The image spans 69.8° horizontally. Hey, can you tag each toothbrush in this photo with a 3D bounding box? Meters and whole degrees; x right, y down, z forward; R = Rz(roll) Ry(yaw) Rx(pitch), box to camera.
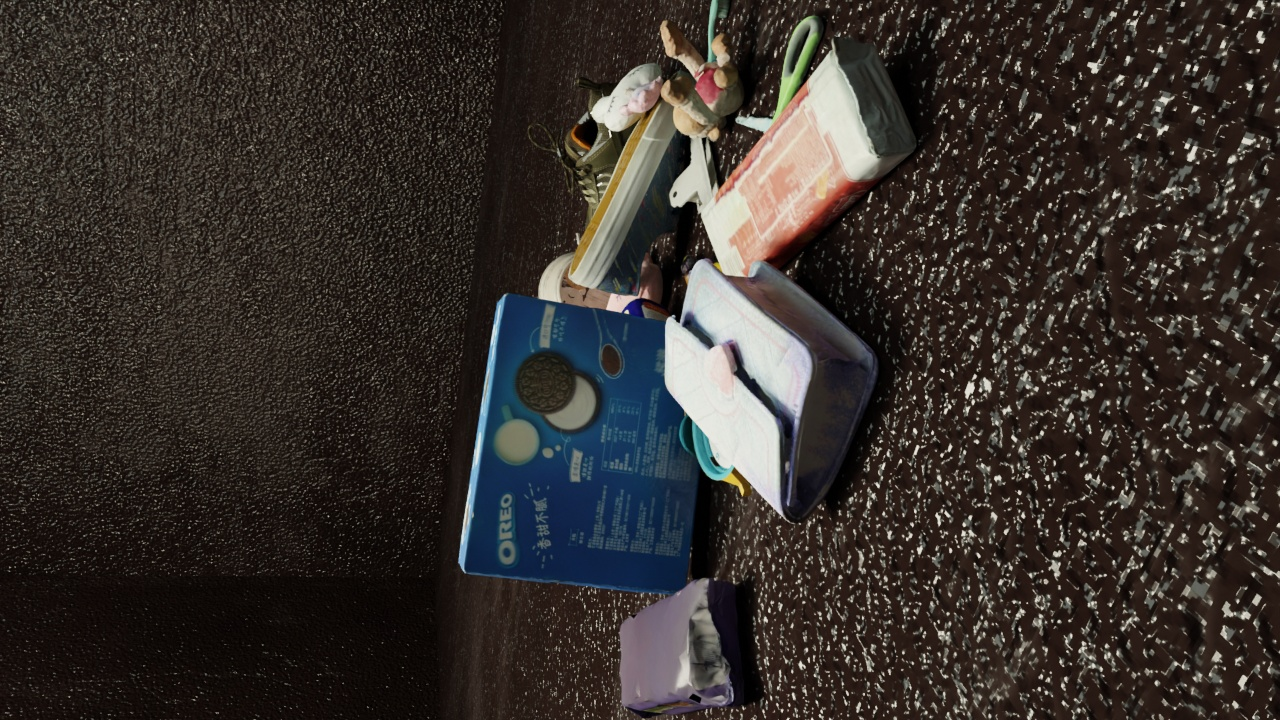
[{"bbox_3d":[0.067,-0.275,0.869,0.022,0.017,0.135,-124,39,-64],"label":"toothbrush"}]

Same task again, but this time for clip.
[{"bbox_3d":[0.059,-0.164,0.869,0.056,0.045,0.101,126,146,-49],"label":"clip"}]

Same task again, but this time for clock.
[{"bbox_3d":[0.066,0.046,0.740,0.129,0.043,0.099,-124,40,-54],"label":"clock"},{"bbox_3d":[-0.067,-0.059,1.064,0.061,0.103,0.156,-5,64,66],"label":"clock"}]

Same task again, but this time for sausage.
[{"bbox_3d":[0.058,-0.053,0.828,0.155,0.020,0.020,-106,26,-50],"label":"sausage"}]

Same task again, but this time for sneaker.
[{"bbox_3d":[0.012,-0.170,0.914,0.235,0.079,0.087,-64,15,2],"label":"sneaker"},{"bbox_3d":[-0.056,-0.216,1.039,0.239,0.142,0.101,111,157,-45],"label":"sneaker"}]

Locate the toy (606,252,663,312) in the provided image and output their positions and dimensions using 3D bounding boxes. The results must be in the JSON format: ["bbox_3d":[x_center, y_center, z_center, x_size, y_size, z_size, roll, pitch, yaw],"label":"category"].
[{"bbox_3d":[-0.007,-0.071,1.005,0.105,0.053,0.109,-87,17,-55],"label":"toy"}]

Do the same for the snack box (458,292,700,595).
[{"bbox_3d":[-0.044,0.075,0.801,0.056,0.195,0.238,169,110,-72],"label":"snack box"}]

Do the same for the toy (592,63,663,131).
[{"bbox_3d":[-0.008,-0.260,0.901,0.079,0.038,0.122,-43,20,-1],"label":"toy"}]

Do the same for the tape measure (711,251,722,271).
[{"bbox_3d":[0.070,-0.057,0.762,0.061,0.034,0.062,-110,28,-50],"label":"tape measure"}]

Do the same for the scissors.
[{"bbox_3d":[0.106,-0.176,0.705,0.172,0.023,0.172,-111,28,-45],"label":"scissors"}]

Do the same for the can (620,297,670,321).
[{"bbox_3d":[-0.005,0.005,0.924,0.116,0.056,0.092,-55,27,25],"label":"can"}]

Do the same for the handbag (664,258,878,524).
[{"bbox_3d":[0.076,0.015,0.622,0.158,0.069,0.127,50,134,48],"label":"handbag"}]

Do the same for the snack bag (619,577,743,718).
[{"bbox_3d":[0.029,0.250,0.778,0.206,0.058,0.096,125,147,-61],"label":"snack bag"}]

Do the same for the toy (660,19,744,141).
[{"bbox_3d":[0.052,-0.237,0.806,0.106,0.074,0.085,74,-177,-62],"label":"toy"}]

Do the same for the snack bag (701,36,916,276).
[{"bbox_3d":[0.104,-0.122,0.631,0.077,0.041,0.226,71,157,11],"label":"snack bag"}]
